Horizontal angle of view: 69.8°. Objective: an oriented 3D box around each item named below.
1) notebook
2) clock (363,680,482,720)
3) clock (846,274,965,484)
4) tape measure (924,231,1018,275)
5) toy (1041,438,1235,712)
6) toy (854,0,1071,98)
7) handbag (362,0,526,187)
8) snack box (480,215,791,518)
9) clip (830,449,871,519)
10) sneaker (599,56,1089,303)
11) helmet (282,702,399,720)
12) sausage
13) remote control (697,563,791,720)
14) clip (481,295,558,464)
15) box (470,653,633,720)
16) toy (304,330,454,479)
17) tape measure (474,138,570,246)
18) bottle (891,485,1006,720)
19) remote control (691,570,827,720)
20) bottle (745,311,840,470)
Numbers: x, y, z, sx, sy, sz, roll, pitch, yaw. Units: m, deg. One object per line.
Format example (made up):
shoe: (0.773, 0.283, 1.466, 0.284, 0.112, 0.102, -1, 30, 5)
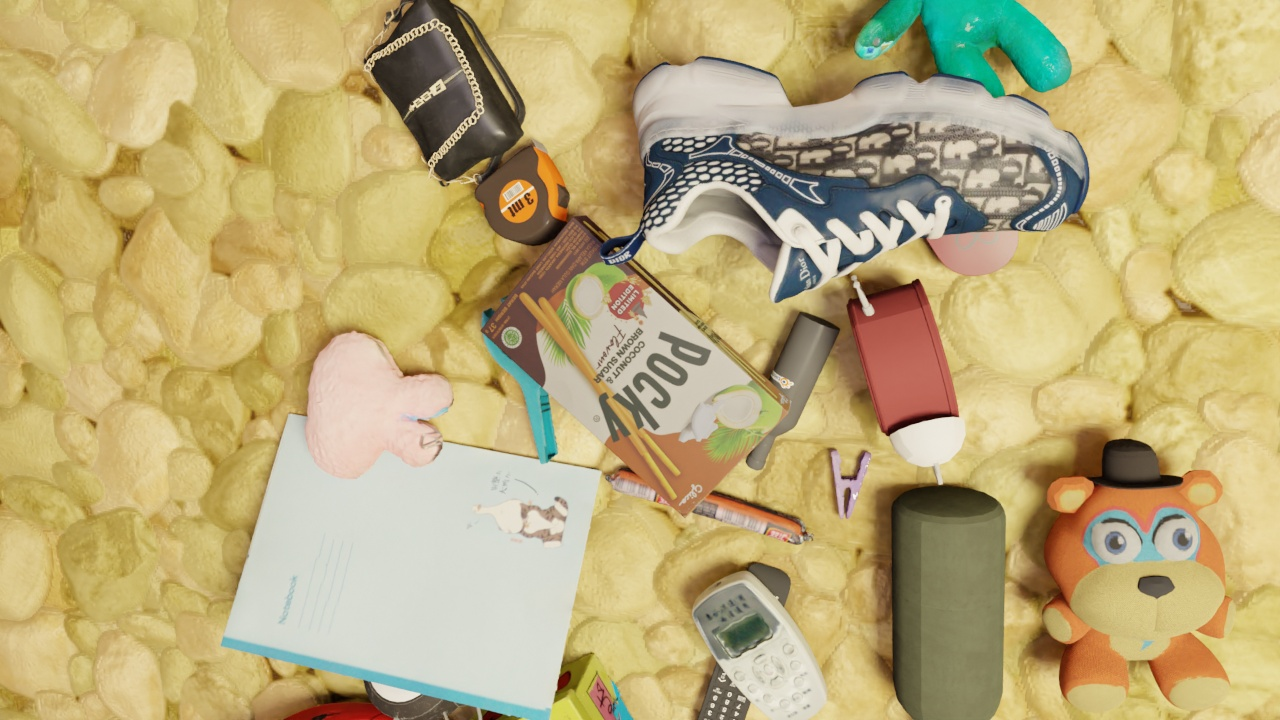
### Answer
notebook: (-0.168, 0.147, 0.675, 0.253, 0.009, 0.181, 9, 77, 9)
clock: (-0.164, 0.227, 0.688, 0.091, 0.044, 0.122, -36, 57, 5)
clock: (0.168, 0.010, 0.577, 0.048, 0.096, 0.137, -16, 95, 14)
tape measure: (0.211, -0.080, 0.590, 0.059, 0.019, 0.051, -8, 102, 19)
toy: (0.312, 0.137, 0.584, 0.112, 0.096, 0.176, -7, 89, 13)
toy: (0.177, -0.231, 0.544, 0.131, 0.072, 0.193, -29, 86, 13)
handbag: (-0.135, -0.181, 0.625, 0.079, 0.054, 0.128, -27, 98, 26)
snack box: (-0.004, 0.004, 0.612, 0.186, 0.031, 0.101, 42, 107, 2)
clip: (0.149, 0.083, 0.639, 0.045, 0.014, 0.051, -23, 93, 12)
sneaker: (0.112, -0.089, 0.536, 0.270, 0.103, 0.132, 10, 71, 14)
helmet: (-0.239, 0.389, 0.714, 0.272, 0.167, 0.217, -26, 99, 2)
sausage: (0.049, 0.103, 0.658, 0.155, 0.020, 0.020, 15, 104, 7)
remote control: (0.075, 0.220, 0.679, 0.033, 0.015, 0.147, 18, 104, 7)
clip: (-0.062, 0.002, 0.657, 0.103, 0.027, 0.120, -36, 93, 13)
box: (-0.038, 0.348, 0.696, 0.124, 0.079, 0.221, -27, 96, 15)
toy: (-0.192, 0.037, 0.674, 0.105, 0.053, 0.108, 12, 89, -1)
tape measure: (-0.076, -0.109, 0.632, 0.058, 0.038, 0.059, -36, 79, 15)
bottle: (0.207, 0.192, 0.620, 0.071, 0.071, 0.207, -1, 101, 11)
remote control: (0.086, 0.205, 0.650, 0.060, 0.028, 0.114, -33, 93, 15)
bottle: (0.099, 0.024, 0.627, 0.030, 0.030, 0.113, 23, 105, 5)
